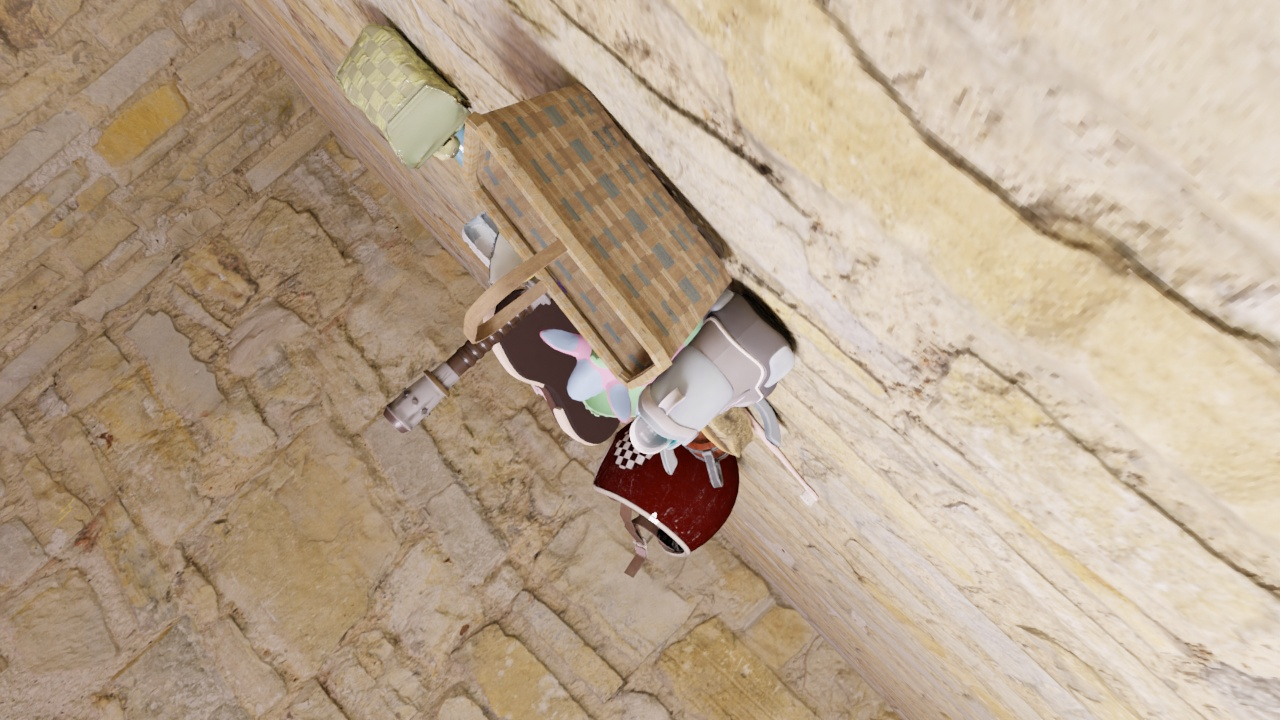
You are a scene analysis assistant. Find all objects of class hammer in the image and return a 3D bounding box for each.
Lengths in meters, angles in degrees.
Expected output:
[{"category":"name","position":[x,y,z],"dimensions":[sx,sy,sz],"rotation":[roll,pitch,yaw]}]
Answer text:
[{"category":"hammer","position":[-0.161,-0.038,1.050],"dimensions":[0.190,0.324,0.101],"rotation":[49,171,-17]}]

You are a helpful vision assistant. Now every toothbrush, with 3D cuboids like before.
[{"category":"toothbrush","position":[0.179,0.126,1.203],"dimensions":[0.181,0.018,0.016],"rotation":[51,170,-20]}]

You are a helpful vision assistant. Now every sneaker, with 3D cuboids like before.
[{"category":"sneaker","position":[0.055,0.034,0.880],"dimensions":[0.093,0.160,0.257],"rotation":[46,171,9]},{"category":"sneaker","position":[-0.132,-0.005,1.223],"dimensions":[0.116,0.111,0.294],"rotation":[23,160,41]}]

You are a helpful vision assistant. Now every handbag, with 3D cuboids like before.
[{"category":"handbag","position":[-0.294,-0.331,1.164],"dimensions":[0.186,0.113,0.117],"rotation":[48,-173,13]}]

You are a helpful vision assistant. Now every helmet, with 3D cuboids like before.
[{"category":"helmet","position":[0.040,0.209,1.490],"dimensions":[0.233,0.253,0.234],"rotation":[45,160,-28]}]

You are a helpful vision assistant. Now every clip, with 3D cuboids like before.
[{"category":"clip","position":[0.105,0.061,1.054],"dimensions":[0.164,0.169,0.031],"rotation":[15,178,-10]}]

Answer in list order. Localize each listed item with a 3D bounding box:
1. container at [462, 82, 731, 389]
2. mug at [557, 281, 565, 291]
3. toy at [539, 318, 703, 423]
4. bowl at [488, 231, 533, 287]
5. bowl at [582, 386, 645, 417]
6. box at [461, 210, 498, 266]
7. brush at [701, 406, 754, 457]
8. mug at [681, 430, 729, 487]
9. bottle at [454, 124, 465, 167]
[{"category":"container","position":[-0.069,-0.081,0.764],"dimensions":[0.250,0.186,0.158],"rotation":[52,166,-1]},{"category":"mug","position":[-0.054,-0.117,0.894],"dimensions":[0.079,0.111,0.083],"rotation":[22,173,-2]},{"category":"toy","position":[-0.013,-0.010,0.961],"dimensions":[0.120,0.170,0.222],"rotation":[46,162,7]},{"category":"bowl","position":[-0.132,-0.124,1.217],"dimensions":[0.073,0.153,0.153],"rotation":[12,158,20]},{"category":"bowl","position":[-0.007,0.007,1.187],"dimensions":[0.151,0.151,0.077],"rotation":[59,-164,-57]},{"category":"box","position":[-0.172,-0.157,1.345],"dimensions":[0.210,0.105,0.130],"rotation":[45,169,12]},{"category":"brush","position":[0.087,0.047,1.139],"dimensions":[0.043,0.059,0.195],"rotation":[17,145,54]},{"category":"mug","position":[0.097,0.118,1.303],"dimensions":[0.111,0.081,0.117],"rotation":[56,-155,-67]},{"category":"bottle","position":[-0.242,-0.293,1.275],"dimensions":[0.130,0.040,0.040],"rotation":[51,172,-26]}]
